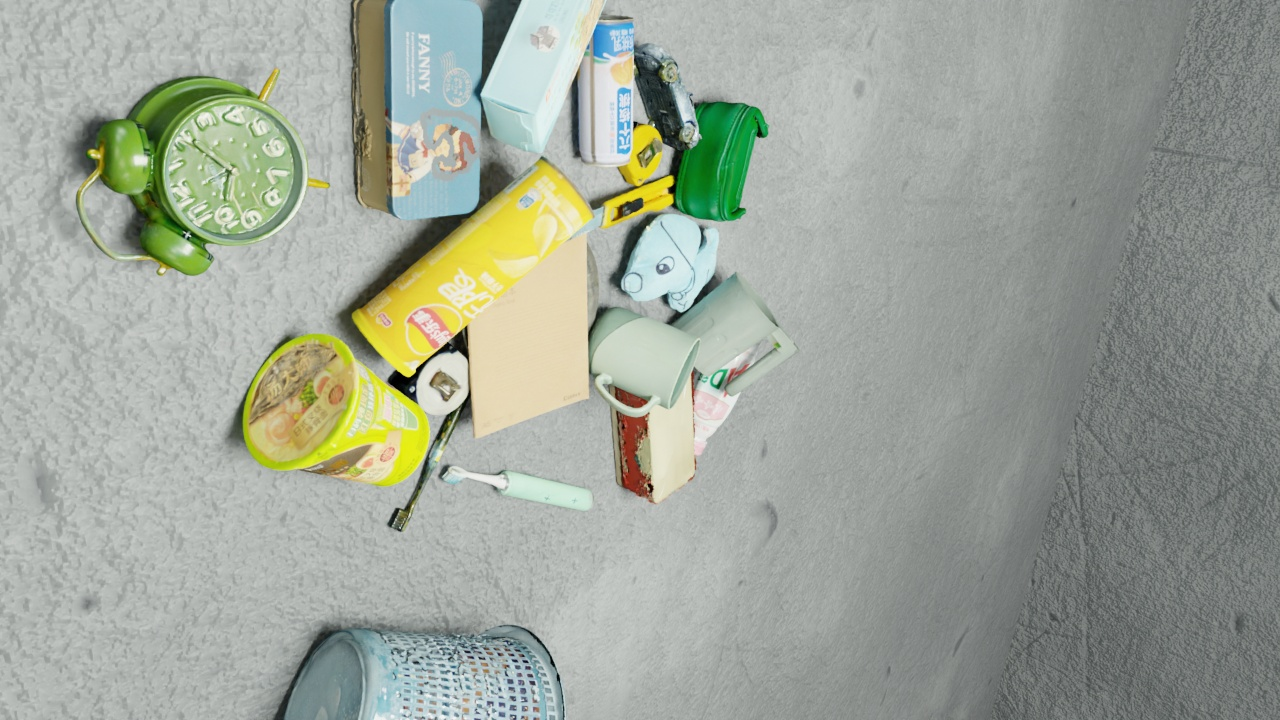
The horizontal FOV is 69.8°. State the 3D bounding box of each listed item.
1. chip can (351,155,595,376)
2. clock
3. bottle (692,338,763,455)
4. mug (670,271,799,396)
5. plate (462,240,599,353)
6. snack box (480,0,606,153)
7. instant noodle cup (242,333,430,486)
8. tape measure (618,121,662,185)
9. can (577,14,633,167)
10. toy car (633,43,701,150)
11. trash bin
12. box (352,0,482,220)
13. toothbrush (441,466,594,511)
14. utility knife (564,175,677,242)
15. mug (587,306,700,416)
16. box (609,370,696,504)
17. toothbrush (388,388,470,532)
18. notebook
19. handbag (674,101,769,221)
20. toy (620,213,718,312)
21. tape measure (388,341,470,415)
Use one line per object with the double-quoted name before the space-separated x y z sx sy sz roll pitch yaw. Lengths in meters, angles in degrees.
"chip can" -0.141 -0.081 0.780 0.213 0.072 0.072 -42 138 -4
"clock" -0.302 -0.125 0.629 0.160 0.056 0.116 -39 133 -29
"bottle" 0.098 0.025 1.161 0.068 0.068 0.197 15 99 -51
"mug" 0.111 -0.027 1.088 0.103 0.083 0.124 -37 105 14
"plate" -0.110 -0.055 0.910 0.179 0.024 0.180 -21 120 -43
"snack box" -0.077 -0.269 0.774 0.074 0.051 0.174 106 4 -78
"instant noodle cup" -0.240 0.052 0.758 0.111 0.112 0.123 -61 149 -7
"tape measure" 0.000 -0.217 0.953 0.057 0.029 0.060 -51 140 -19
"can" -0.033 -0.256 0.874 0.053 0.053 0.135 -24 125 -41
"toy car" 0.027 -0.269 0.938 0.036 0.054 0.121 -46 136 -19
"trash bin" -0.215 0.345 0.867 0.195 0.227 0.226 30 85 -39
"box" -0.176 -0.207 0.730 0.089 0.061 0.184 -20 124 -43
"toothbrush" -0.125 0.137 0.989 0.027 0.026 0.224 -49 144 13
"utility knife" -0.014 -0.156 0.949 0.214 0.015 0.033 -34 128 -49
"mug" -0.006 0.006 0.978 0.082 0.106 0.111 95 20 -60
"box" 0.021 0.084 1.092 0.091 0.077 0.168 -30 129 -38
"toothbrush" -0.197 0.081 0.891 0.017 0.012 0.185 28 87 -41
"notebook" -0.108 -0.042 0.890 0.149 0.012 0.212 -20 118 -44
"handbag" 0.098 -0.220 1.027 0.120 0.068 0.131 -9 113 -61
"toy" 0.037 -0.112 1.033 0.161 0.050 0.156 -48 143 -24
"tape measure" -0.189 0.016 0.849 0.065 0.033 0.066 -55 140 -12
